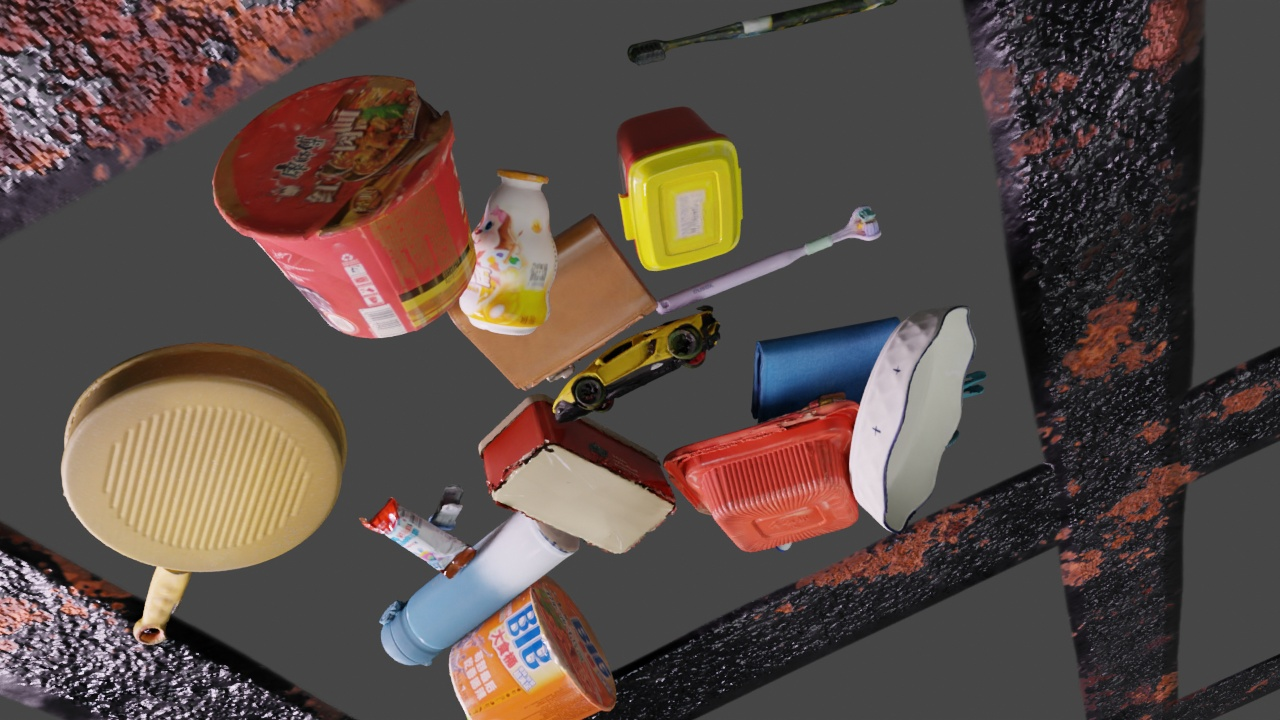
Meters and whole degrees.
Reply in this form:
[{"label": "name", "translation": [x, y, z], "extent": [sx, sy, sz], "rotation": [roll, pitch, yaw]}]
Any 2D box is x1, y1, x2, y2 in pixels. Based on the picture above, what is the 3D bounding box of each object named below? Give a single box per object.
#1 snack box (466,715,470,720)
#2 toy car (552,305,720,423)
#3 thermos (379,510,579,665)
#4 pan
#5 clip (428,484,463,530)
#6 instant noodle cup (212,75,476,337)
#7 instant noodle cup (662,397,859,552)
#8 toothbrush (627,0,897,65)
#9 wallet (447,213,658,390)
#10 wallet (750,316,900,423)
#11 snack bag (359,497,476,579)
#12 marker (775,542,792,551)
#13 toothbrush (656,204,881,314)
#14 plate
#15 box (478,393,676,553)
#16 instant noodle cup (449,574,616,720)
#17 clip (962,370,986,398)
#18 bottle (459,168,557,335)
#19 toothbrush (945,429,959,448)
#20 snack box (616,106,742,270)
[{"label": "snack box", "translation": [-0.149, 0.398, 1.024], "extent": [0.086, 0.026, 0.156], "rotation": [-6, 116, 11]}, {"label": "toy car", "translation": [-0.004, 0.004, 0.742], "extent": [0.156, 0.041, 0.071], "rotation": [-28, 169, 3]}, {"label": "thermos", "translation": [-0.158, 0.215, 0.876], "extent": [0.221, 0.070, 0.070], "rotation": [-39, 132, 17]}, {"label": "pan", "translation": [-0.365, 0.133, 0.742], "extent": [0.197, 0.078, 0.358], "rotation": [15, 118, -27]}, {"label": "clip", "translation": [-0.174, 0.138, 0.831], "extent": [0.024, 0.028, 0.057], "rotation": [12, 135, -23]}, {"label": "instant noodle cup", "translation": [-0.168, -0.086, 0.556], "extent": [0.138, 0.137, 0.109], "rotation": [-18, 143, -4]}, {"label": "instant noodle cup", "translation": [0.127, 0.114, 0.844], "extent": [0.189, 0.079, 0.164], "rotation": [-18, 147, 15]}, {"label": "toothbrush", "translation": [0.082, -0.218, 0.599], "extent": [0.185, 0.017, 0.012], "rotation": [-15, 127, -7]}, {"label": "wallet", "translation": [-0.063, -0.039, 0.701], "extent": [0.132, 0.031, 0.108], "rotation": [-31, 130, 10]}, {"label": "wallet", "translation": [0.168, 0.016, 0.831], "extent": [0.133, 0.040, 0.106], "rotation": [-10, 130, -7]}, {"label": "snack bag", "translation": [-0.199, 0.159, 0.826], "extent": [0.105, 0.026, 0.045], "rotation": [38, 109, -23]}, {"label": "marker", "translation": [0.176, 0.152, 0.972], "extent": [0.017, 0.017, 0.146], "rotation": [3, 130, -23]}, {"label": "toothbrush", "translation": [0.100, -0.076, 0.735], "extent": [0.189, 0.029, 0.021], "rotation": [-22, 172, 2]}, {"label": "plate", "translation": [0.239, 0.048, 0.810], "extent": [0.204, 0.046, 0.205], "rotation": [-34, 134, -45]}, {"label": "box", "translation": [-0.053, 0.111, 0.809], "extent": [0.091, 0.078, 0.168], "rotation": [-43, 130, 19]}, {"label": "instant noodle cup", "translation": [-0.110, 0.304, 0.907], "extent": [0.111, 0.151, 0.151], "rotation": [-34, 134, 4]}, {"label": "clip", "translation": [0.317, 0.028, 0.912], "extent": [0.056, 0.014, 0.041], "rotation": [-16, 134, -4]}, {"label": "bottle", "translation": [-0.087, -0.075, 0.627], "extent": [0.063, 0.063, 0.108], "rotation": [5, 103, -23]}, {"label": "toothbrush", "translation": [0.252, 0.126, 0.965], "extent": [0.191, 0.016, 0.018], "rotation": [-31, 146, 1]}, {"label": "snack box", "translation": [0.021, -0.120, 0.624], "extent": [0.082, 0.080, 0.091], "rotation": [-16, 134, -7]}]
